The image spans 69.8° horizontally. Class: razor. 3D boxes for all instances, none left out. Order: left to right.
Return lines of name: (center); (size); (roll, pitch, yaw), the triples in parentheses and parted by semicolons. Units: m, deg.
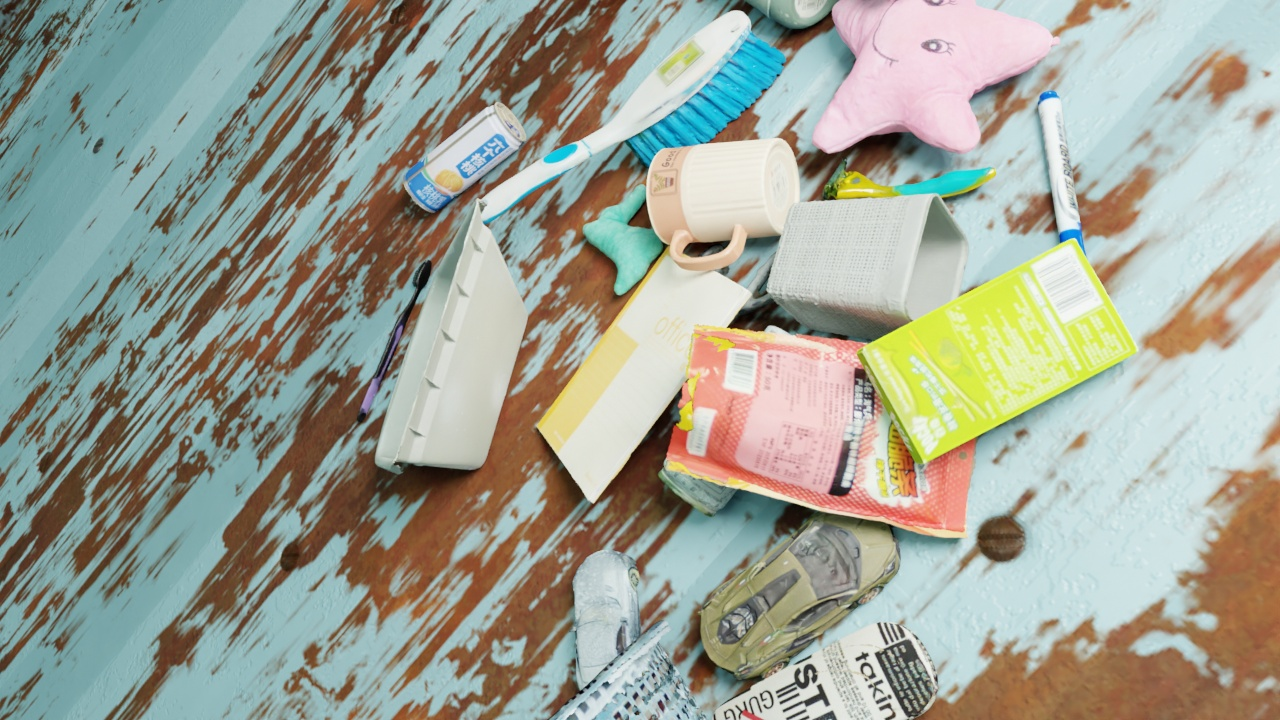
razor: (0.208, -0.138, 0.711); (0.133, 0.028, 0.043); (5, 43, 37)

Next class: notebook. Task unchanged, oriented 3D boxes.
notebook: (-0.005, 0.005, 0.773); (0.206, 0.010, 0.146); (-53, 31, 4)

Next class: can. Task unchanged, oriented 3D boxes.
can: (-0.189, -0.218, 0.988); (0.135, 0.053, 0.053); (-33, 56, 18)
can: (0.078, 0.046, 0.701); (0.058, 0.058, 0.147); (40, 95, 38)

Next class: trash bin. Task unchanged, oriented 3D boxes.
trash bin: (-0.006, 0.308, 0.555); (0.227, 0.226, 0.195); (-45, 77, 9)

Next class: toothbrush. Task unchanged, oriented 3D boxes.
toothbrush: (-0.265, -0.022, 0.982); (0.017, 0.014, 0.189); (14, 79, 44)

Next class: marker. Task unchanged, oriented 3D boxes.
marker: (0.301, -0.129, 0.655); (0.017, 0.017, 0.145); (-11, 65, 29)

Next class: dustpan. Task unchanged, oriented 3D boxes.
dustpan: (-0.200, -0.004, 0.823); (0.143, 0.258, 0.222); (12, 76, 12)

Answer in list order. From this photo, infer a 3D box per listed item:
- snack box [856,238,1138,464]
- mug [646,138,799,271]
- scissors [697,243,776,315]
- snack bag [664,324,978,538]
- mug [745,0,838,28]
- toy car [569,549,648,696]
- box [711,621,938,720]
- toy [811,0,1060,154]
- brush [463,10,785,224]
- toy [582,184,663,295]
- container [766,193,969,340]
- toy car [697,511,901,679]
snack box: (0.229, -0.006, 0.595); (0.156, 0.026, 0.085); (-28, 85, 0)
mug: (0.066, -0.128, 0.764); (0.106, 0.081, 0.114); (1, 64, 32)
scissors: (0.060, -0.030, 0.752); (0.178, 0.014, 0.159); (-33, 43, 16)
snack bag: (0.127, 0.043, 0.632); (0.208, 0.073, 0.128); (10, 79, 7)
mug: (0.116, -0.355, 0.809); (0.082, 0.111, 0.106); (-54, 53, 21)
toy car: (-0.027, 0.208, 0.718); (0.054, 0.036, 0.120); (-19, 58, 26)
box: (0.116, 0.230, 0.605); (0.164, 0.055, 0.070); (-37, 74, 15)
toy: (0.229, -0.243, 0.713); (0.179, 0.074, 0.194); (3, 67, 28)
brush: (-0.017, -0.202, 0.834); (0.315, 0.109, 0.060); (-39, 57, 14)
toy: (-0.014, -0.116, 0.848); (0.096, 0.030, 0.092); (-50, 55, -1)
container: (0.164, -0.066, 0.674); (0.114, 0.090, 0.090); (8, 75, 38)
toy car: (0.110, 0.160, 0.646); (0.158, 0.042, 0.070); (-41, 54, 9)
